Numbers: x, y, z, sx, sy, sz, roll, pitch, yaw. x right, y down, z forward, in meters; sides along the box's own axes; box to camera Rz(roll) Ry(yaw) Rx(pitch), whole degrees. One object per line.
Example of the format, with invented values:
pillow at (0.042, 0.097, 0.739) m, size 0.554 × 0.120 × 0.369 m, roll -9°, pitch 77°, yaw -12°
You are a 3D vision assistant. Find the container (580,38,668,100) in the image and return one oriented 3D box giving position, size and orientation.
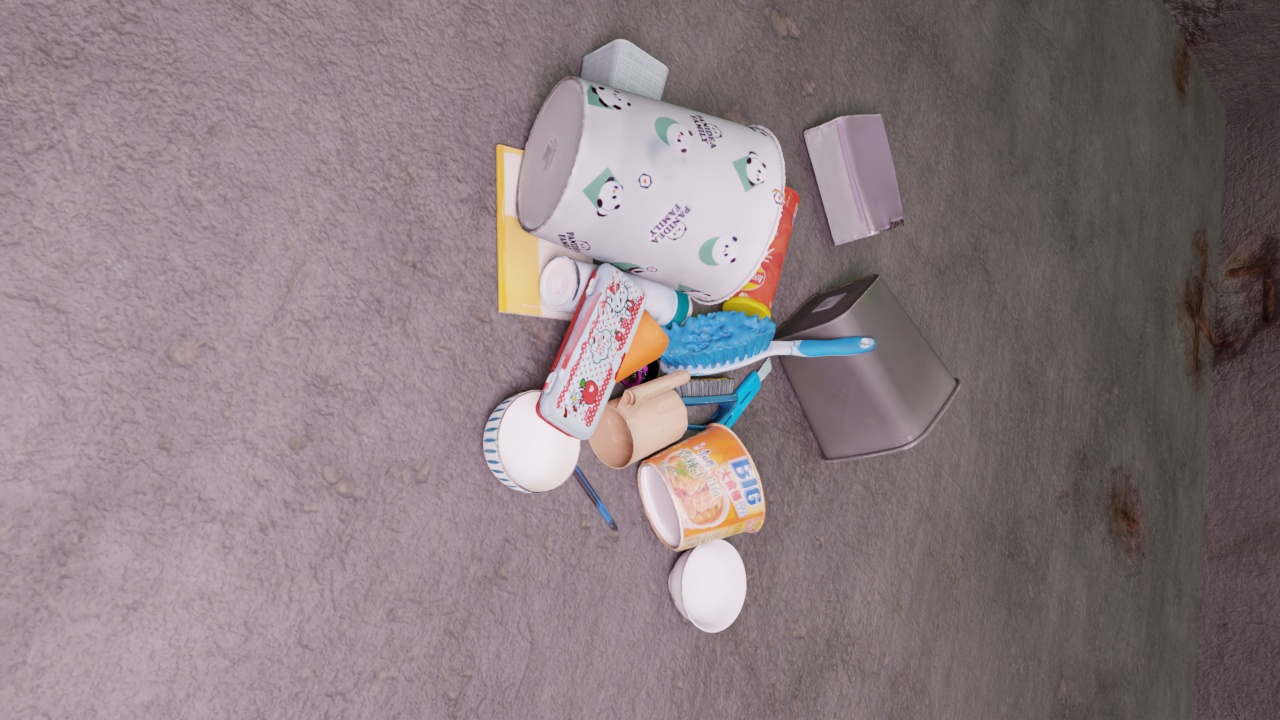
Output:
container at (-0.029, -0.336, 1.192) m, size 0.089 × 0.090 × 0.111 m, roll 20°, pitch 73°, yaw -37°

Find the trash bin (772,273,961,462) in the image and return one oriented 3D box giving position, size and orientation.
trash bin at (0.333, 0.007, 1.399) m, size 0.198 × 0.200 × 0.220 m, roll -41°, pitch 103°, yaw -39°

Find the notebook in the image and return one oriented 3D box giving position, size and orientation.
notebook at (-0.116, -0.154, 1.139) m, size 0.145 × 0.010 × 0.206 m, roll 5°, pitch 81°, yaw -42°

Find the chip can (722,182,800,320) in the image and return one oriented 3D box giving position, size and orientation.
chip can at (0.181, -0.159, 1.361) m, size 0.073 × 0.073 × 0.216 m, roll 34°, pitch 61°, yaw -33°

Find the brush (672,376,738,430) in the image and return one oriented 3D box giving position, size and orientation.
brush at (0.077, 0.058, 1.247) m, size 0.143 × 0.055 × 0.073 m, roll 0°, pitch 82°, yaw -42°

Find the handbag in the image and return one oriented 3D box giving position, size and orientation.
handbag at (0.358, -0.302, 1.519) m, size 0.144 × 0.099 × 0.197 m, roll -18°, pitch 95°, yaw -40°

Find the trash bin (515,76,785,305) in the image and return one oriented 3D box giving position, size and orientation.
trash bin at (0.004, -0.206, 1.088) m, size 0.251 × 0.230 × 0.229 m, roll 13°, pitch 75°, yaw -28°

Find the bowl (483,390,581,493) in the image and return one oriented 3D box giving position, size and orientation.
bowl at (-0.133, 0.094, 1.051) m, size 0.116 × 0.066 × 0.116 m, roll 8°, pitch 79°, yaw -42°

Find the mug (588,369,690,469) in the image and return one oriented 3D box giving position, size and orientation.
mug at (0.004, 0.066, 1.144) m, size 0.103 × 0.125 × 0.084 m, roll -20°, pitch 57°, yaw -43°

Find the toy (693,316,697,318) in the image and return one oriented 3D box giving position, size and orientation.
toy at (0.084, -0.028, 1.282) m, size 0.100 × 0.031 × 0.096 m, roll 29°, pitch 73°, yaw -37°

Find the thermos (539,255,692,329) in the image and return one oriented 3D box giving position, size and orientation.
thermos at (-0.023, -0.078, 1.163) m, size 0.223 × 0.073 × 0.073 m, roll 9°, pitch 78°, yaw -47°

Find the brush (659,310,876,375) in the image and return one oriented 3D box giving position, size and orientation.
brush at (0.173, -0.024, 1.230) m, size 0.314 × 0.110 × 0.060 m, roll -10°, pitch 59°, yaw -3°

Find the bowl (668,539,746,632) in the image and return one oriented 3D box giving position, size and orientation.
bowl at (0.076, 0.293, 1.206) m, size 0.118 × 0.065 × 0.118 m, roll 7°, pitch 79°, yaw -40°

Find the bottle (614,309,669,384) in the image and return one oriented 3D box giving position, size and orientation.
bottle at (-0.037, 0.001, 1.125) m, size 0.149 × 0.066 × 0.067 m, roll -38°, pitch 113°, yaw 2°

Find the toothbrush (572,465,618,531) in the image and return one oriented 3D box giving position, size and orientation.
toothbrush at (-0.077, 0.141, 1.131) m, size 0.189 × 0.016 × 0.014 m, roll 59°, pitch 43°, yaw -22°

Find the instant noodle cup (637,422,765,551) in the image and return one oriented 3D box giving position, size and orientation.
instant noodle cup at (0.071, 0.166, 1.164) m, size 0.111 × 0.151 × 0.151 m, roll -18°, pitch 96°, yaw -21°

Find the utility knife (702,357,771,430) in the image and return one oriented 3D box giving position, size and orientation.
utility knife at (0.147, 0.055, 1.335) m, size 0.185 × 0.018 × 0.034 m, roll -47°, pitch 113°, yaw -37°

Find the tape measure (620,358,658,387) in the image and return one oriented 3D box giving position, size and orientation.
tape measure at (-0.007, 0.007, 1.180) m, size 0.039 × 0.057 × 0.058 m, roll -23°, pitch 82°, yaw -43°

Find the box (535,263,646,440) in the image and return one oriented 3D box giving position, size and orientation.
box at (-0.054, -0.012, 1.046) m, size 0.087 × 0.048 × 0.200 m, roll 39°, pitch 65°, yaw -40°
